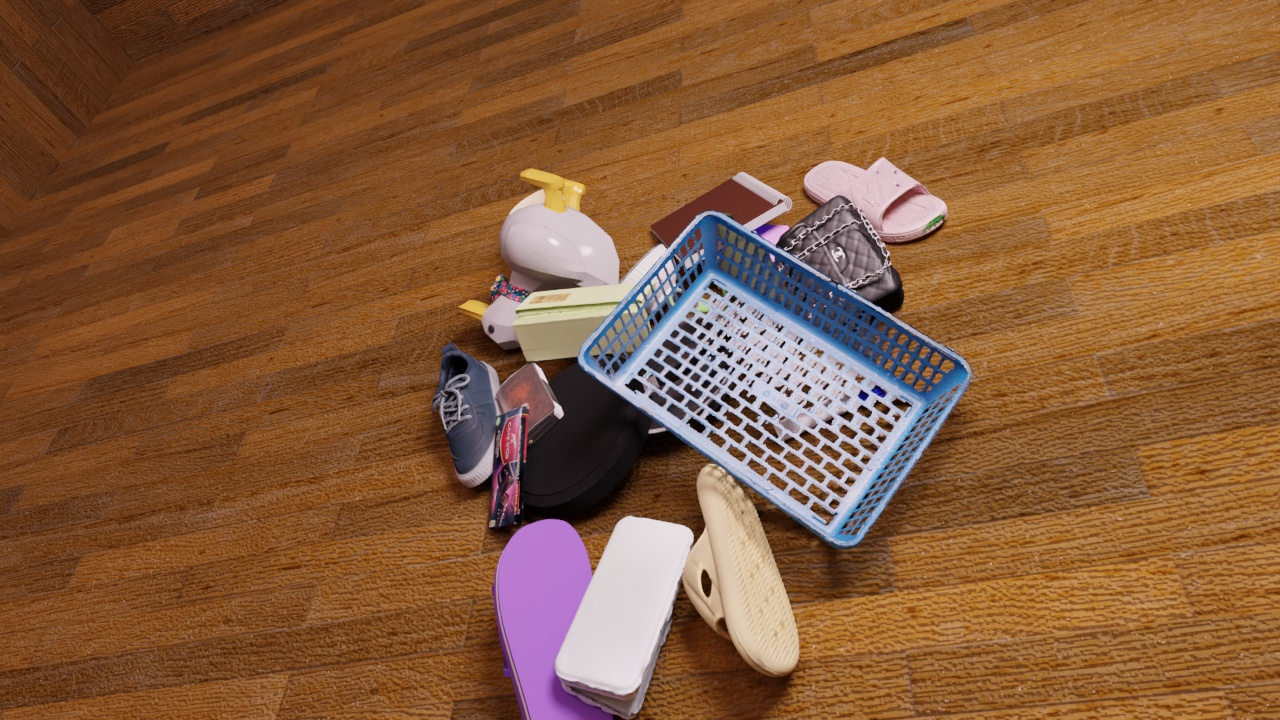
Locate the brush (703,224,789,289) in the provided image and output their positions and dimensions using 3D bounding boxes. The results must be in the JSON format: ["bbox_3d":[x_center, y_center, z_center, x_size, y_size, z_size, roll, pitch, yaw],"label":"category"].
[{"bbox_3d":[0.202,-0.149,1.270,0.229,0.043,0.089,-4,49,25],"label":"brush"}]

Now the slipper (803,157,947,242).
[{"bbox_3d":[0.314,-0.237,1.276,0.094,0.064,0.239,-40,43,-10],"label":"slipper"}]

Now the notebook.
[{"bbox_3d":[0.112,-0.211,1.347,0.171,0.022,0.209,-30,24,1],"label":"notebook"}]

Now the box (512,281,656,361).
[{"bbox_3d":[-0.070,-0.048,1.234,0.188,0.083,0.091,-3,20,22],"label":"box"}]

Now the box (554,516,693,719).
[{"bbox_3d":[-0.013,0.249,0.950,0.083,0.122,0.214,-52,13,51],"label":"box"}]

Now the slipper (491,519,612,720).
[{"bbox_3d":[-0.100,0.311,0.978,0.107,0.084,0.266,-1,58,-25],"label":"slipper"}]

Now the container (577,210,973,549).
[{"bbox_3d":[0.144,0.021,1.028,0.362,0.089,0.256,35,71,18],"label":"container"}]

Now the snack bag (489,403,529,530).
[{"bbox_3d":[-0.167,0.137,1.166,0.075,0.018,0.155,-22,61,52],"label":"snack bag"}]

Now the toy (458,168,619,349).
[{"bbox_3d":[-0.144,-0.139,1.352,0.247,0.140,0.267,14,97,21],"label":"toy"}]

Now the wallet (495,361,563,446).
[{"bbox_3d":[-0.150,0.056,1.223,0.072,0.019,0.123,-43,38,6],"label":"wallet"}]

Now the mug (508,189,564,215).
[{"bbox_3d":[-0.155,-0.204,1.470,0.120,0.100,0.096,-36,30,-10],"label":"mug"}]

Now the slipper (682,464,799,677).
[{"bbox_3d":[0.093,0.223,0.958,0.079,0.111,0.261,-39,35,23],"label":"slipper"}]

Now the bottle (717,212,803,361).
[{"bbox_3d":[0.145,-0.102,1.189,0.071,0.071,0.206,-25,65,6],"label":"bottle"}]

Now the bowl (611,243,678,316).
[{"bbox_3d":[0.012,-0.101,1.300,0.062,0.118,0.118,43,73,3],"label":"bowl"}]

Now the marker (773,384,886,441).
[{"bbox_3d":[0.222,0.059,1.083,0.133,0.023,0.027,-26,65,5],"label":"marker"}]

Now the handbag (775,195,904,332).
[{"bbox_3d":[0.241,-0.120,1.148,0.125,0.114,0.153,-30,70,12],"label":"handbag"}]

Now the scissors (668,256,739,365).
[{"bbox_3d":[0.118,-0.076,1.231,0.171,0.025,0.159,22,71,22],"label":"scissors"}]

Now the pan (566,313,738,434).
[{"bbox_3d":[-0.007,0.007,1.235,0.357,0.055,0.187,11,62,50],"label":"pan"}]

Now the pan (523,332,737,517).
[{"bbox_3d":[-0.032,0.057,1.157,0.357,0.034,0.225,-34,40,17],"label":"pan"}]

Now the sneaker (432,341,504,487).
[{"bbox_3d":[-0.243,0.068,1.268,0.089,0.087,0.235,-37,39,17],"label":"sneaker"}]
